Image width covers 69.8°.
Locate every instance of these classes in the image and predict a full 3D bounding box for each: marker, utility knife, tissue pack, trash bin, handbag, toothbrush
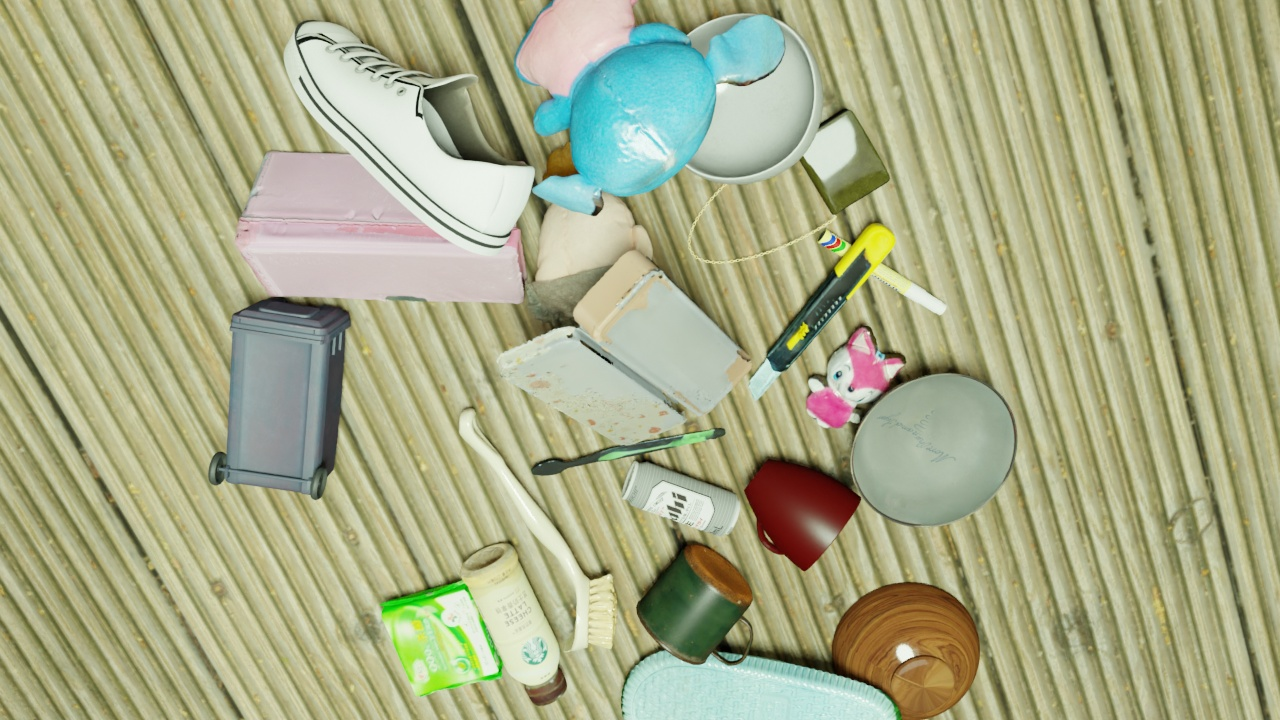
[{"bbox_3d":[0.218,-0.078,0.825,0.132,0.014,0.014,30,103,-8],"label":"marker"},{"bbox_3d":[0.158,-0.040,0.827,0.029,0.020,0.198,33,112,-7],"label":"utility knife"},{"bbox_3d":[-0.195,0.275,0.914,0.099,0.034,0.114,-17,103,6],"label":"tissue pack"},{"bbox_3d":[-0.314,0.030,0.813,0.094,0.092,0.161,9,105,-3],"label":"trash bin"},{"bbox_3d":[0.122,-0.142,0.806,0.178,0.027,0.084,-31,103,14],"label":"handbag"},{"bbox_3d":[-0.012,0.085,0.873,0.188,0.017,0.014,-11,109,0],"label":"toothbrush"}]

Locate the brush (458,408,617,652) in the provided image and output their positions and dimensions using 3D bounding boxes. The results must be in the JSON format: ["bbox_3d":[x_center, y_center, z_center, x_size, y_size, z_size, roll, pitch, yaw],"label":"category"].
[{"bbox_3d":[-0.097,0.162,0.876,0.077,0.062,0.272,-30,100,-9],"label":"brush"}]

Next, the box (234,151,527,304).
[{"bbox_3d":[-0.214,-0.121,0.801,0.232,0.099,0.115,1,64,1],"label":"box"}]

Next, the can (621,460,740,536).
[{"bbox_3d":[0.038,0.130,0.867,0.106,0.044,0.044,20,104,-6],"label":"can"}]

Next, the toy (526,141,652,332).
[{"bbox_3d":[-0.046,-0.100,0.790,0.133,0.076,0.176,-4,94,31],"label":"toy"}]

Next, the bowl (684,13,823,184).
[{"bbox_3d":[0.085,-0.211,0.754,0.132,0.064,0.132,2,96,20],"label":"bowl"}]

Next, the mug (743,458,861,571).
[{"bbox_3d":[0.138,0.142,0.862,0.088,0.086,0.114,38,135,10],"label":"mug"}]

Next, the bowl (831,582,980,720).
[{"bbox_3d":[0.268,0.300,0.902,0.147,0.068,0.147,0,106,0],"label":"bowl"}]

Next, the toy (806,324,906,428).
[{"bbox_3d":[0.195,0.023,0.838,0.065,0.050,0.102,35,108,-14],"label":"toy"}]

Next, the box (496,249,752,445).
[{"bbox_3d":[-0.004,0.004,0.767,0.157,0.216,0.063,-28,60,15],"label":"box"}]

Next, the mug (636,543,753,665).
[{"bbox_3d":[0.064,0.238,0.873,0.111,0.084,0.081,38,101,6],"label":"mug"}]

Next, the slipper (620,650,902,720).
[{"bbox_3d":[0.118,0.341,0.913,0.276,0.069,0.116,4,102,13],"label":"slipper"}]

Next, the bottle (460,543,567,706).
[{"bbox_3d":[-0.119,0.260,0.897,0.056,0.056,0.162,-20,105,5],"label":"bottle"}]

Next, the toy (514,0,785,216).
[{"bbox_3d":[-0.010,-0.222,0.710,0.224,0.099,0.191,-35,68,15],"label":"toy"}]

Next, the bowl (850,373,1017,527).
[{"bbox_3d":[0.262,0.074,0.844,0.150,0.056,0.151,0,107,-2],"label":"bowl"}]

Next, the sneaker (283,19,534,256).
[{"bbox_3d":[-0.174,-0.197,0.711,0.245,0.091,0.097,47,118,15],"label":"sneaker"}]
